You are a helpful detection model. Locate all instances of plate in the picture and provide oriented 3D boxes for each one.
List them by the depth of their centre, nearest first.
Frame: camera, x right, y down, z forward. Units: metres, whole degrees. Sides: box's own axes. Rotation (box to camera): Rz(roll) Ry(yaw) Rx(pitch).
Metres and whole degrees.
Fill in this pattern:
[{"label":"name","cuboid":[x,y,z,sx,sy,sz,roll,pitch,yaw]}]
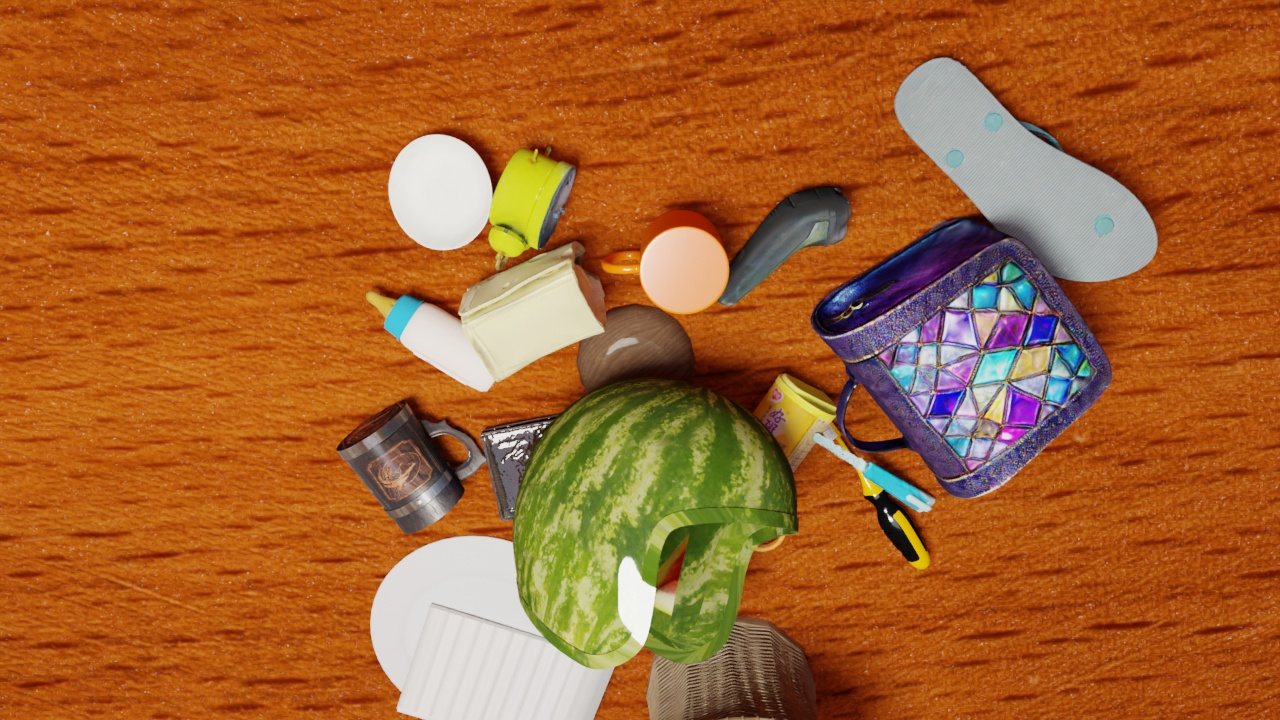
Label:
[{"label":"plate","cuboid":[-0.180,-0.155,0.845,0.104,0.026,0.104,4,104,16]},{"label":"plate","cuboid":[-0.178,0.304,1.008,0.242,0.016,0.243,0,108,1]}]

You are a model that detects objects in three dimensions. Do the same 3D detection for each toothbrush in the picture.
[{"label":"toothbrush","cuboid":[0.241,0.136,0.939,0.030,0.031,0.196,-39,101,-20]}]

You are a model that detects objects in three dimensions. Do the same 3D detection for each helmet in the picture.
[{"label":"helmet","cuboid":[0.007,0.132,0.820,0.243,0.213,0.247,36,95,34]}]

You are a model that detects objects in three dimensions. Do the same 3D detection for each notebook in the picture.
[{"label":"notebook","cuboid":[-0.149,0.359,1.011,0.209,0.009,0.143,19,107,-5]}]

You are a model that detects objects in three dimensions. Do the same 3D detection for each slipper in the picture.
[{"label":"slipper","cuboid":[0.339,-0.165,0.832,0.269,0.054,0.098,39,108,1]}]

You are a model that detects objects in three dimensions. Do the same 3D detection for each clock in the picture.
[{"label":"clock","cuboid":[-0.101,-0.134,0.828,0.057,0.083,0.119,24,104,-1]}]

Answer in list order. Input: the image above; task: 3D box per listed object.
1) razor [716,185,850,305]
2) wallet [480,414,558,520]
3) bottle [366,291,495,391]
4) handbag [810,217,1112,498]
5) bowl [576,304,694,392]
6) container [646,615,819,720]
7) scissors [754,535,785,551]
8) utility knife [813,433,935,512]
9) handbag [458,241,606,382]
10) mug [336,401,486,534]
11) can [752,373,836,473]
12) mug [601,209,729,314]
[{"label":"razor","cuboid":[0.132,-0.102,0.854,0.067,0.053,0.152,38,110,-20]},{"label":"wallet","cuboid":[-0.094,0.107,0.932,0.120,0.031,0.099,-10,104,0]},{"label":"bottle","cuboid":[-0.199,-0.025,0.882,0.146,0.051,0.051,32,106,-9]},{"label":"handbag","cuboid":[0.276,0.002,0.840,0.222,0.125,0.205,-39,105,10]},{"label":"bowl","cuboid":[-0.006,0.005,0.898,0.118,0.030,0.118,0,108,1]},{"label":"container","cuboid":[0.100,0.395,0.937,0.227,0.196,0.227,0,108,1]},{"label":"scissors","cuboid":[0.091,0.192,0.967,0.128,0.013,0.064,-30,109,13]},{"label":"utility knife","cuboid":[0.233,0.110,0.906,0.181,0.015,0.022,33,110,-30]},{"label":"handbag","cuboid":[-0.099,-0.051,0.840,0.119,0.111,0.081,-24,118,10]},{"label":"mug","cuboid":[-0.222,0.097,0.916,0.115,0.080,0.107,-37,107,-15]},{"label":"can","cuboid":[0.137,0.071,0.898,0.067,0.067,0.105,31,107,-9]},{"label":"mug","cuboid":[0.021,-0.091,0.832,0.112,0.095,0.078,-2,108,2]}]
